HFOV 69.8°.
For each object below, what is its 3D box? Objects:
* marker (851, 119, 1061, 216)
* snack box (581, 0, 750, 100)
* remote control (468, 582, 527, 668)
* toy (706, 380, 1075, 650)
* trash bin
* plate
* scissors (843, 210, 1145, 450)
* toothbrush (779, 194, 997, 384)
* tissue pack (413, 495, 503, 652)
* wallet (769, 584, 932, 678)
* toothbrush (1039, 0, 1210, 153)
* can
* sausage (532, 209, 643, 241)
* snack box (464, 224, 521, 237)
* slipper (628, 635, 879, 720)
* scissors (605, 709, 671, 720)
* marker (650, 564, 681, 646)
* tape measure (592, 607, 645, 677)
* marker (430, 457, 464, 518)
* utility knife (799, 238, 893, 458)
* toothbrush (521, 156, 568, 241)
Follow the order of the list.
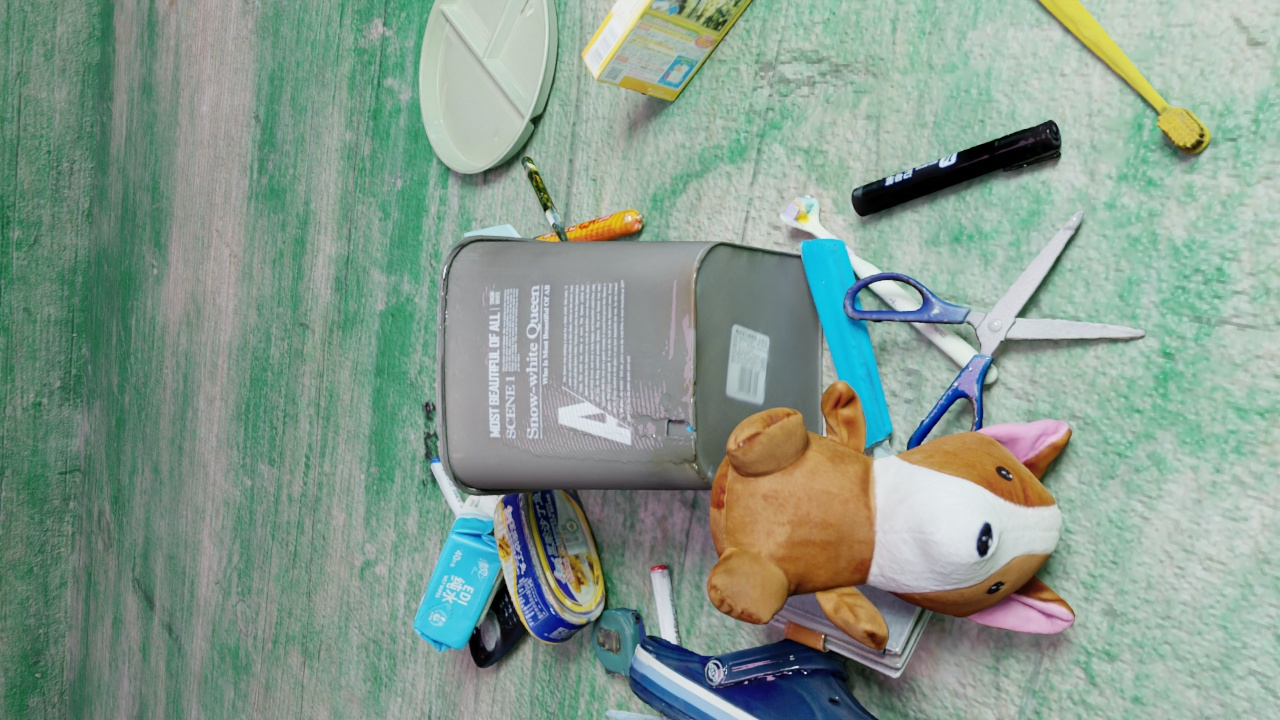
[{"bbox_3d":[0.190,-0.115,0.563,0.132,0.020,0.022,-14,109,45],"label":"marker"},{"bbox_3d":[0.029,-0.262,0.686,0.141,0.086,0.033,-44,60,38],"label":"snack box"},{"bbox_3d":[-0.133,0.258,0.909,0.137,0.024,0.053,-53,51,35],"label":"remote control"},{"bbox_3d":[0.138,0.085,0.498,0.130,0.199,0.140,167,110,-85],"label":"toy"},{"bbox_3d":[-0.004,0.004,0.656,0.220,0.198,0.199,0,90,42],"label":"trash bin"},{"bbox_3d":[-0.156,-0.303,0.929,0.231,0.027,0.230,0,89,48],"label":"plate"},{"bbox_3d":[0.195,-0.015,0.540,0.162,0.012,0.176,30,107,31],"label":"scissors"},{"bbox_3d":[0.159,-0.049,0.597,0.029,0.020,0.189,-36,57,-6],"label":"toothbrush"},{"bbox_3d":[-0.164,0.202,0.884,0.090,0.063,0.140,-86,20,-75],"label":"tissue pack"},{"bbox_3d":[0.129,0.137,0.591,0.130,0.037,0.106,10,59,46],"label":"wallet"},{"bbox_3d":[0.244,-0.184,0.505,0.016,0.016,0.190,-47,58,36],"label":"toothbrush"},{"bbox_3d":[-0.081,0.173,0.815,0.049,0.074,0.148,-44,54,36],"label":"can"},{"bbox_3d":[-0.053,-0.112,0.823,0.165,0.021,0.021,-7,85,47],"label":"sausage"},{"bbox_3d":[-0.106,-0.047,0.844,0.175,0.051,0.074,49,143,35],"label":"snack box"},{"bbox_3d":[0.102,0.227,0.610,0.253,0.105,0.095,8,75,44],"label":"slipper"},{"bbox_3d":[0.030,0.298,0.719,0.138,0.017,0.076,-20,83,27],"label":"scissors"},{"bbox_3d":[0.027,0.239,0.742,0.017,0.017,0.145,-19,76,46],"label":"marker"},{"bbox_3d":[-0.019,0.241,0.786,0.055,0.025,0.058,-7,85,46],"label":"tape measure"},{"bbox_3d":[-0.192,0.162,0.978,0.145,0.016,0.017,55,127,32],"label":"marker"},{"bbox_3d":[0.142,0.007,0.603,0.034,0.018,0.185,-18,87,52],"label":"utility knife"},{"bbox_3d":[-0.082,-0.133,0.831,0.012,0.017,0.185,-39,48,15],"label":"toothbrush"}]
